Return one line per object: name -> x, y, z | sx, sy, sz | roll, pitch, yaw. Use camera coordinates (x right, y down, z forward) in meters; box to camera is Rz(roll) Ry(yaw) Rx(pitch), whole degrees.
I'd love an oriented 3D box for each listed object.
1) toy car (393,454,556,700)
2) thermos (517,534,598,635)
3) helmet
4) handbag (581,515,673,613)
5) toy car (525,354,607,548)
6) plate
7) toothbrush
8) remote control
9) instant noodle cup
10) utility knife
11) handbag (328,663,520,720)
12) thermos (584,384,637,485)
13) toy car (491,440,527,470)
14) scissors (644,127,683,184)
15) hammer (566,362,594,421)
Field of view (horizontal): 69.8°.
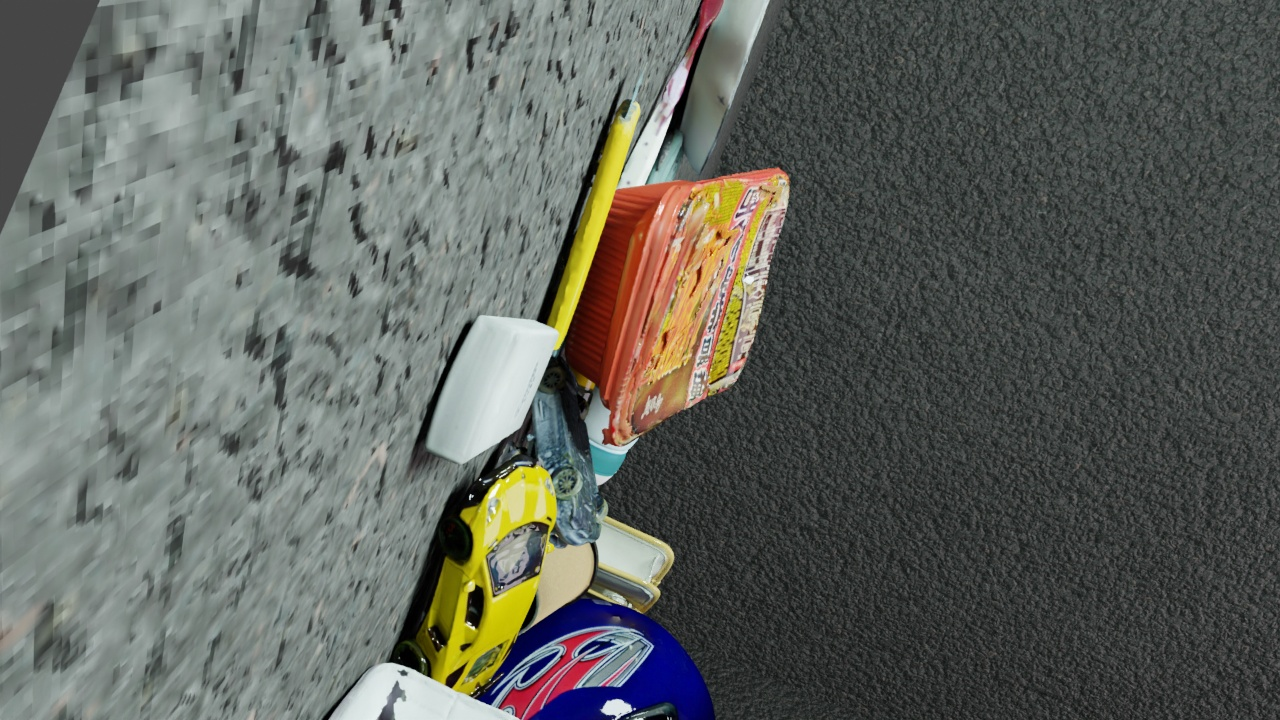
toy car -> -0.084, 0.122, 0.492 | 0.071, 0.041, 0.156 | -13, 129, -55
thermos -> -0.092, 0.181, 0.777 | 0.143, 0.093, 0.093 | -22, 135, -78
helmet -> -0.084, 0.363, 0.853 | 0.314, 0.240, 0.248 | -32, -172, -28
handbag -> -0.064, 0.230, 0.983 | 0.179, 0.163, 0.063 | 112, 3, -51
toy car -> -0.048, 0.054, 0.557 | 0.054, 0.037, 0.120 | 58, 20, -57
plate -> 0.070, -0.250, 0.752 | 0.266, 0.034, 0.162 | 127, -18, -88
toothbrush -> 0.018, -0.173, 0.612 | 0.187, 0.016, 0.017 | -67, -171, -14
remote control -> -0.061, 0.009, 0.397 | 0.135, 0.019, 0.056 | -44, 157, -87
instant noodle cup -> 0.019, -0.044, 0.581 | 0.188, 0.079, 0.165 | -26, 135, -58
utility knife -> -0.027, -0.072, 0.483 | 0.033, 0.015, 0.174 | -77, -173, -63
handbag -> -0.127, 0.248, 0.382 | 0.145, 0.098, 0.197 | 20, 93, -83
thermos -> -0.005, 0.004, 0.775 | 0.224, 0.073, 0.073 | -60, -179, 16
toy car -> -0.091, 0.116, 0.581 | 0.158, 0.042, 0.070 | 105, 6, -45
scissors -> 0.000, -0.119, 0.761 | 0.170, 0.019, 0.177 | 112, 3, -76
hammer -> -0.047, 0.020, 0.677 | 0.129, 0.033, 0.300 | 25, 85, -88
